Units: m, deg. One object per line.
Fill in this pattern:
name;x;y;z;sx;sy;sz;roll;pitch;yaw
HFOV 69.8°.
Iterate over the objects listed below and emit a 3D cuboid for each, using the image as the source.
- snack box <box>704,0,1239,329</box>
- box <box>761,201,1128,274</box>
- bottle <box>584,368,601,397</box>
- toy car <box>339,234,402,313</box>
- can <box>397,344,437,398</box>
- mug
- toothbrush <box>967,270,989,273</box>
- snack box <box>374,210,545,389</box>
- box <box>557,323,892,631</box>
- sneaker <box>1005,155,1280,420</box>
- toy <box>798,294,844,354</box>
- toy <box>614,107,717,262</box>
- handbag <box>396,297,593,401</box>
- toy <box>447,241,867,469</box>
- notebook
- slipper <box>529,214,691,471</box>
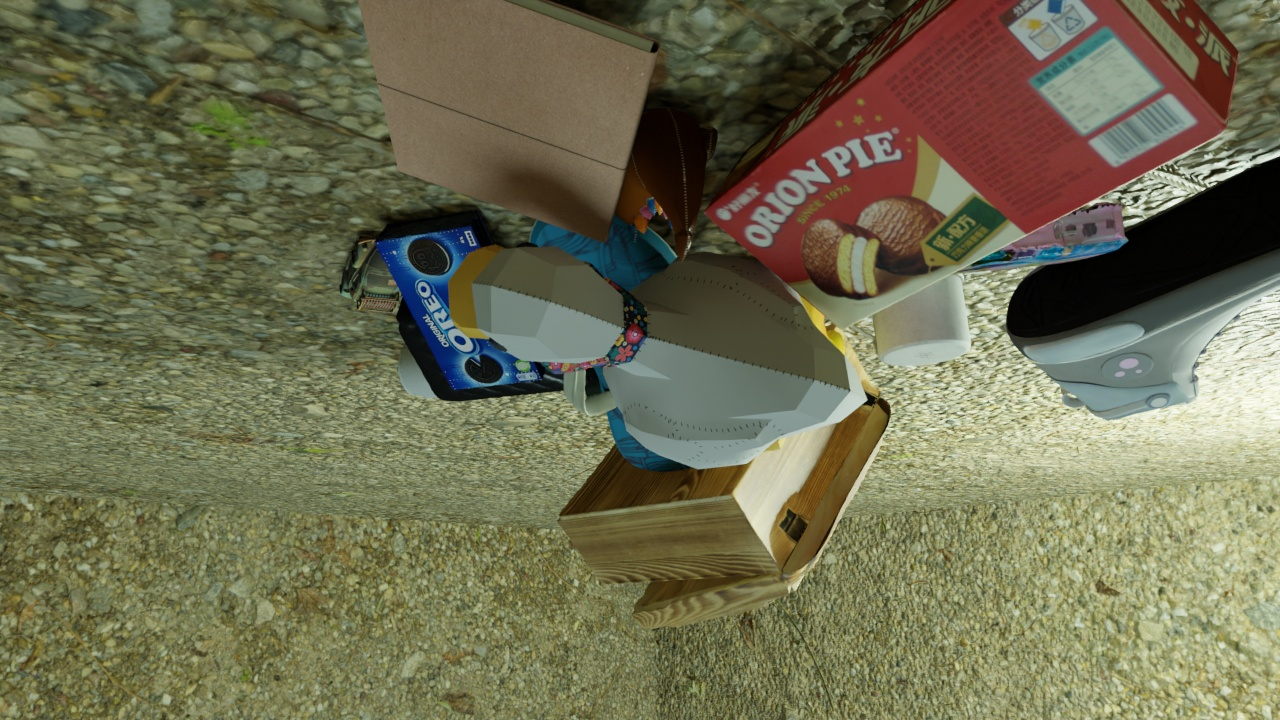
snack box;0.145;-0.107;0.458;0.113;0.060;0.237;38;147;-12
box;0.202;-0.076;0.671;0.230;0.035;0.159;-6;179;-9
bottle;0.015;0.013;1.016;0.175;0.055;0.055;-16;159;40
toy car;-0.214;-0.062;0.740;0.047;0.047;0.112;5;161;-25
can;-0.192;0.004;0.949;0.127;0.064;0.064;-6;164;19
mug;0.234;-0.037;0.822;0.113;0.070;0.084;-6;164;12
toothbrush;0.186;-0.067;0.792;0.223;0.026;0.027;-8;156;22
snack box;-0.136;-0.042;0.710;0.082;0.027;0.150;-8;128;17
box;0.107;0.119;0.942;0.248;0.176;0.278;-18;-159;43
sneaker;0.413;-0.036;0.659;0.257;0.092;0.160;-26;126;38
toy;0.074;-0.014;0.794;0.194;0.087;0.134;2;140;20
toy;0.009;-0.095;0.543;0.070;0.103;0.090;-1;159;-20
handbag;-0.121;-0.041;0.803;0.154;0.114;0.125;-4;141;21
toy;0.025;-0.007;0.586;0.247;0.141;0.267;15;178;37
notebook;-0.073;-0.130;0.495;0.141;0.008;0.209;19;163;-3
slipper;-0.004;0.004;0.731;0.118;0.060;0.295;-8;132;11
